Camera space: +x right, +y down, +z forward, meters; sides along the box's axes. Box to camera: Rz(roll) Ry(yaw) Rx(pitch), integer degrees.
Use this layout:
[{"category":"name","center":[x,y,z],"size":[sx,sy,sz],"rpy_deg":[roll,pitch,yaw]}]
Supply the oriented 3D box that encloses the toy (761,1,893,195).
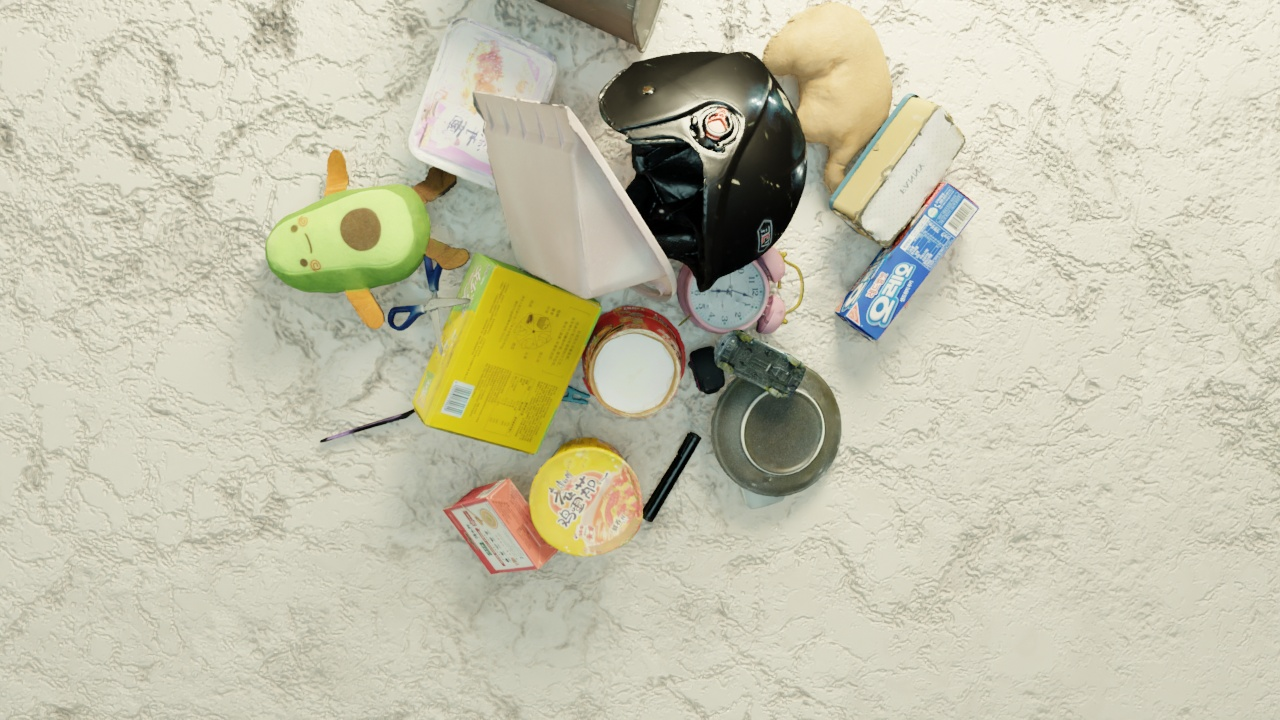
[{"category":"toy","center":[0.240,-0.312,1.098],"size":[0.143,0.082,0.226],"rpy_deg":[-24,105,3]}]

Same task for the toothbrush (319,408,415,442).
[{"category":"toothbrush","center":[-0.322,0.078,1.179],"size":[0.189,0.014,0.017],"rpy_deg":[-18,113,1]}]

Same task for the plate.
[{"category":"plate","center":[0.179,0.089,1.176],"size":[0.179,0.024,0.179],"rpy_deg":[-1,95,-13]}]

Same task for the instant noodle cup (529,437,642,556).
[{"category":"instant noodle cup","center":[-0.068,0.163,1.154],"size":[0.138,0.109,0.138],"rpy_deg":[0,100,-2]}]

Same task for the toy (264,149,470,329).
[{"category":"toy","center":[-0.330,-0.146,1.087],"size":[0.247,0.090,0.226],"rpy_deg":[-15,76,-1]}]

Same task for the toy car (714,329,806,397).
[{"category":"toy car","center":[0.146,0.003,1.131],"size":[0.120,0.036,0.054],"rpy_deg":[25,103,-17]}]

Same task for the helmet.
[{"category":"helmet","center":[0.074,-0.215,1.020],"size":[0.230,0.234,0.274],"rpy_deg":[-20,63,-7]}]

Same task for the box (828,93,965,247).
[{"category":"box","center":[0.314,-0.233,1.106],"size":[0.089,0.059,0.184],"rpy_deg":[32,96,-40]}]

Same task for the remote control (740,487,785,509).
[{"category":"remote control","center":[0.148,0.126,1.200],"size":[0.056,0.020,0.136],"rpy_deg":[-17,98,-1]}]

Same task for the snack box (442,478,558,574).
[{"category":"snack box","center":[-0.179,0.214,1.173],"size":[0.044,0.127,0.113],"rpy_deg":[-42,103,-37]}]

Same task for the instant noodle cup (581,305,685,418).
[{"category":"instant noodle cup","center":[-0.007,0.007,1.128],"size":[0.138,0.108,0.138],"rpy_deg":[0,100,-3]}]

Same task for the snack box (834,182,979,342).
[{"category":"snack box","center":[0.329,-0.122,1.142],"size":[0.057,0.058,0.207],"rpy_deg":[35,97,-8]}]

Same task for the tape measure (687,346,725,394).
[{"category":"tape measure","center":[0.082,0.013,1.159],"size":[0.039,0.057,0.058],"rpy_deg":[-15,82,-1]}]

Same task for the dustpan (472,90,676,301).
[{"category":"dustpan","center":[-0.060,-0.178,1.017],"size":[0.138,0.223,0.274],"rpy_deg":[-22,122,-27]}]

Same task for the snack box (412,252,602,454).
[{"category":"snack box","center":[-0.161,-0.006,1.111],"size":[0.157,0.070,0.210],"rpy_deg":[19,100,-32]}]

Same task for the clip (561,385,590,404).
[{"category":"clip","center":[-0.092,0.044,1.181],"size":[0.055,0.013,0.038],"rpy_deg":[18,100,-4]}]

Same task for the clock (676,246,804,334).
[{"category":"clock","center":[0.124,-0.088,1.140],"size":[0.158,0.059,0.117],"rpy_deg":[-2,101,-3]}]

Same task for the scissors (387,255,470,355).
[{"category":"scissors","center":[-0.255,-0.073,1.104],"size":[0.163,0.175,0.012],"rpy_deg":[-26,147,35]}]

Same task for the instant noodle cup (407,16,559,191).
[{"category":"instant noodle cup","center":[-0.184,-0.300,1.091],"size":[0.138,0.060,0.173],"rpy_deg":[21,100,-6]}]

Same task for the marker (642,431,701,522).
[{"category":"marker","center":[0.039,0.153,1.201],"size":[0.020,0.022,0.132],"rpy_deg":[36,100,35]}]

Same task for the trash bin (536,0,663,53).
[{"category":"trash bin","center":[-0.067,-0.479,1.003],"size":[0.220,0.199,0.199],"rpy_deg":[20,98,1]}]
